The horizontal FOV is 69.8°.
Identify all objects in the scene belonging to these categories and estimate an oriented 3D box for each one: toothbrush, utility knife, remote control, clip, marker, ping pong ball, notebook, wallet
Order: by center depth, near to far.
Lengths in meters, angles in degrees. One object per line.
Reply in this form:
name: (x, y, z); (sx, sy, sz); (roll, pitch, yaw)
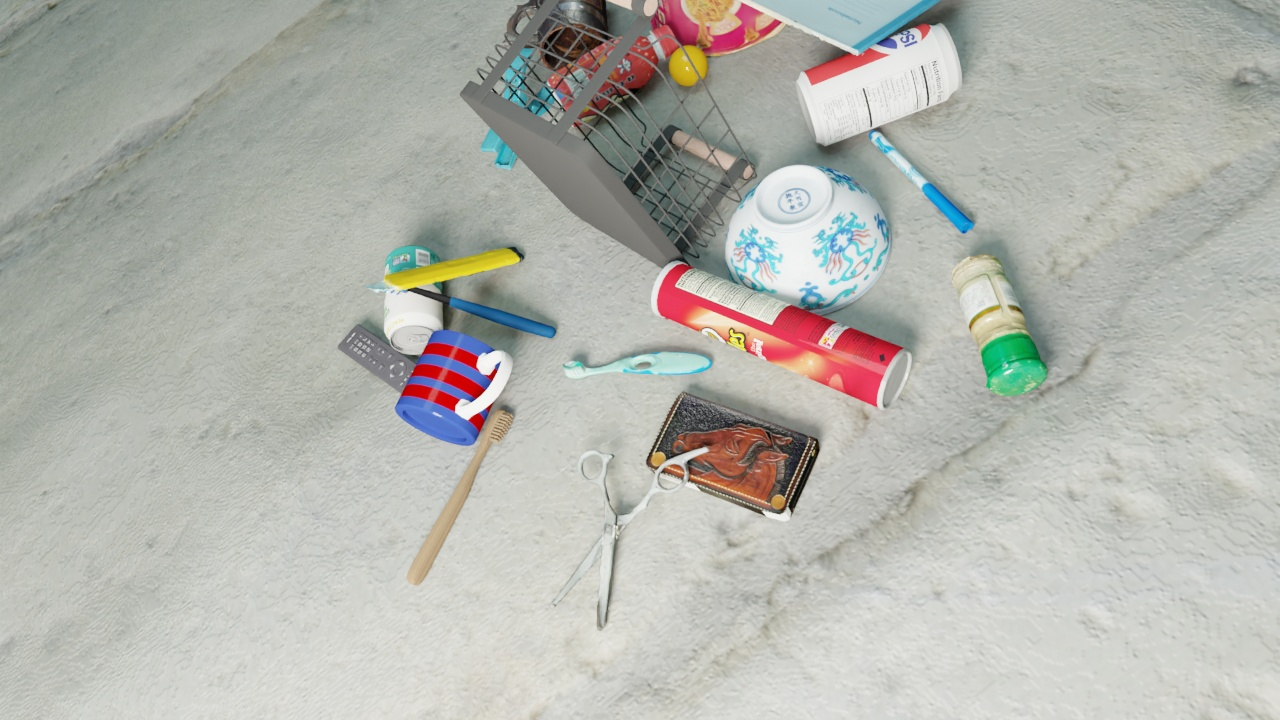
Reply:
wallet: (0.071, 0.074, 0.718); (0.123, 0.019, 0.072); (18, 72, 29)
toothbrush: (-0.153, 0.114, 0.782); (0.016, 0.016, 0.166); (15, 66, 28)
toothbrush: (-0.005, 0.005, 0.790); (0.135, 0.017, 0.022); (-4, 59, 19)
marker: (0.241, -0.159, 0.797); (0.013, 0.013, 0.141); (-31, 54, 1)
toothbrush: (-0.158, -0.049, 0.845); (0.168, 0.014, 0.014); (17, 28, 3)
utility knife: (-0.181, -0.086, 0.862); (0.164, 0.017, 0.030); (-17, 34, -40)
notebook: (0.204, -0.375, 0.875); (0.181, 0.009, 0.252); (36, 57, 24)
remote control: (-0.238, 0.007, 0.880); (0.136, 0.015, 0.032); (30, 74, 30)
ping pong ball: (0.049, -0.302, 0.940); (0.040, 0.040, 0.040); (-10, 57, 15)
clip: (-0.121, -0.265, 0.995); (0.031, 0.121, 0.130); (15, 98, 25)

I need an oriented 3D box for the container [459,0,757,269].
container: (-0.016, -0.197, 0.787); (0.163, 0.241, 0.130); (35, 87, 33)

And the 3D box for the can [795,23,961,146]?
can: (0.213, -0.248, 0.827); (0.132, 0.070, 0.070); (-19, 55, 9)

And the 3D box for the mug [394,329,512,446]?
mug: (-0.152, 0.024, 0.791); (0.112, 0.075, 0.076); (-5, 55, 47)

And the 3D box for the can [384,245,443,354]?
can: (-0.220, -0.060, 0.889); (0.055, 0.055, 0.101); (-17, 56, 11)

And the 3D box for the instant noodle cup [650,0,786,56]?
instant noodle cup: (0.084, -0.415, 0.973); (0.179, 0.078, 0.178); (-10, 57, 15)

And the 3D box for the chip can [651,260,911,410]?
chip can: (0.109, -0.023, 0.743); (0.215, 0.052, 0.051); (25, 72, 31)

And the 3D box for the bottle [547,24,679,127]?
bottle: (-0.025, -0.302, 0.957); (0.137, 0.062, 0.062); (-29, 54, 2)

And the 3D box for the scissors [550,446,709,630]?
scissors: (-0.010, 0.127, 0.710); (0.162, 0.014, 0.141); (-24, 60, 14)

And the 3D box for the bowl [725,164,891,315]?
bowl: (0.134, -0.116, 0.774); (0.144, 0.074, 0.143); (-10, 58, 15)

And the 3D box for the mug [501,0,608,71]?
mug: (-0.093, -0.376, 1.008); (0.115, 0.080, 0.107); (-1, 59, -5)

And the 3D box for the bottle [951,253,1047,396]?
bottle: (0.267, -0.028, 0.691); (0.043, 0.043, 0.110); (-15, 55, 12)
